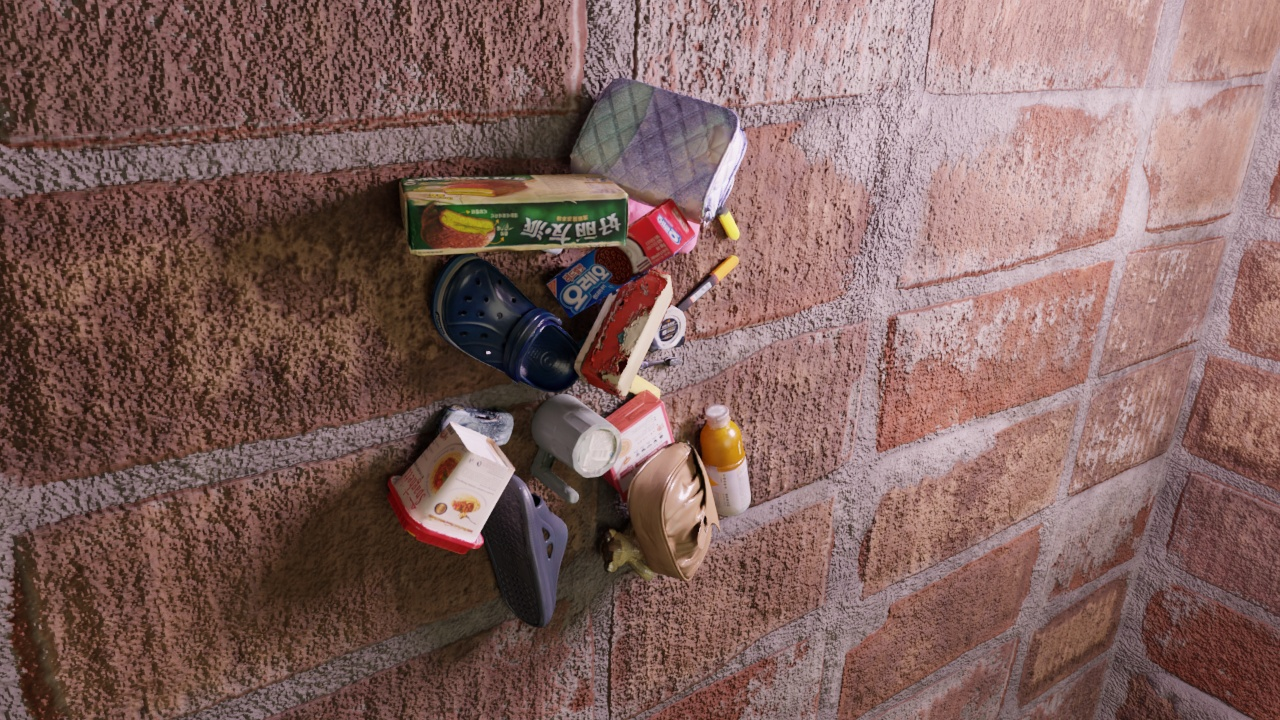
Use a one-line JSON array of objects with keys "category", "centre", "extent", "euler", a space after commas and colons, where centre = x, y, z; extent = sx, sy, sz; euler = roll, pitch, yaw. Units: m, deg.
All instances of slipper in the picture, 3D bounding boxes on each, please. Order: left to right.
[{"category": "slipper", "centre": [-0.154, -0.028, 1.128], "extent": [0.105, 0.095, 0.253], "euler": [-55, 135, -8]}, {"category": "slipper", "centre": [-0.154, 0.246, 1.250], "extent": [0.083, 0.111, 0.268], "euler": [-37, 134, -40]}]

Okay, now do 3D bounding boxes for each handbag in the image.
[{"category": "handbag", "centre": [0.025, -0.249, 1.097], "extent": [0.134, 0.194, 0.075], "euler": [-63, 156, -4]}, {"category": "handbag", "centre": [0.057, 0.222, 1.332], "extent": [0.147, 0.100, 0.205], "euler": [-58, 145, -35]}]

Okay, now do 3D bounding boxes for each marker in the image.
[{"category": "marker", "centre": [0.095, -0.110, 1.332], "extent": [0.123, 0.015, 0.018], "euler": [-43, 128, -11]}, {"category": "marker", "centre": [0.109, -0.220, 1.295], "extent": [0.018, 0.015, 0.124], "euler": [-44, 126, -15]}]

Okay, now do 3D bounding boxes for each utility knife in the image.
[{"category": "utility knife", "centre": [-0.021, 0.029, 1.303], "extent": [0.151, 0.018, 0.031], "euler": [31, 93, -39]}]

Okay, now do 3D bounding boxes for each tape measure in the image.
[{"category": "tape measure", "centre": [0.031, -0.048, 1.297], "extent": [0.065, 0.033, 0.066], "euler": [-8, 116, -37]}]

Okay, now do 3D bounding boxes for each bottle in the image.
[{"category": "bottle", "centre": [0.131, 0.156, 1.439], "extent": [0.067, 0.068, 0.190], "euler": [-27, 124, -26]}]

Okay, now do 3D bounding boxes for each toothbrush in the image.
[{"category": "toothbrush", "centre": [-0.008, 0.008, 1.292], "extent": [0.188, 0.017, 0.014], "euler": [-6, 104, -42]}]

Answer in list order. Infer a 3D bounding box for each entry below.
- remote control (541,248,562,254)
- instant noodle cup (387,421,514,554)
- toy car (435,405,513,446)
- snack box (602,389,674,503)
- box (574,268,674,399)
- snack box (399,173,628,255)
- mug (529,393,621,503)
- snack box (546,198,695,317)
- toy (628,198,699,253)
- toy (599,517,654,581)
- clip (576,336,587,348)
[{"category": "remote control", "centre": [-0.144, -0.174, 1.117], "extent": [0.135, 0.020, 0.056], "euler": [19, 96, -40]}, {"category": "instant noodle cup", "centre": [-0.228, 0.152, 1.124], "extent": [0.116, 0.116, 0.124], "euler": [30, 98, -41]}, {"category": "toy car", "centre": [-0.210, 0.085, 1.173], "extent": [0.105, 0.031, 0.049], "euler": [6, 105, -38]}, {"category": "snack box", "centre": [-0.009, 0.125, 1.330], "extent": [0.113, 0.044, 0.127], "euler": [-35, 134, -21]}, {"category": "box", "centre": [-0.011, -0.039, 1.199], "extent": [0.168, 0.079, 0.091], "euler": [-64, 167, -12]}, {"category": "snack box", "centre": [-0.141, -0.166, 1.018], "extent": [0.239, 0.114, 0.063], "euler": [-5, 114, -16]}, {"category": "mug", "centre": [-0.093, 0.119, 1.229], "extent": [0.083, 0.103, 0.124], "euler": [20, 95, -41]}, {"category": "snack box", "centre": [-0.028, -0.119, 1.108], "extent": [0.058, 0.208, 0.057], "euler": [54, 46, -9]}, {"category": "toy", "centre": [0.046, -0.200, 1.211], "extent": [0.194, 0.074, 0.178], "euler": [-39, 149, -3]}, {"category": "toy", "centre": [0.001, 0.285, 1.408], "extent": [0.157, 0.066, 0.105], "euler": [4, 77, -43]}, {"category": "clip", "centre": [-0.063, -0.027, 1.248], "extent": [0.055, 0.013, 0.038], "euler": [-45, 130, -14]}]
